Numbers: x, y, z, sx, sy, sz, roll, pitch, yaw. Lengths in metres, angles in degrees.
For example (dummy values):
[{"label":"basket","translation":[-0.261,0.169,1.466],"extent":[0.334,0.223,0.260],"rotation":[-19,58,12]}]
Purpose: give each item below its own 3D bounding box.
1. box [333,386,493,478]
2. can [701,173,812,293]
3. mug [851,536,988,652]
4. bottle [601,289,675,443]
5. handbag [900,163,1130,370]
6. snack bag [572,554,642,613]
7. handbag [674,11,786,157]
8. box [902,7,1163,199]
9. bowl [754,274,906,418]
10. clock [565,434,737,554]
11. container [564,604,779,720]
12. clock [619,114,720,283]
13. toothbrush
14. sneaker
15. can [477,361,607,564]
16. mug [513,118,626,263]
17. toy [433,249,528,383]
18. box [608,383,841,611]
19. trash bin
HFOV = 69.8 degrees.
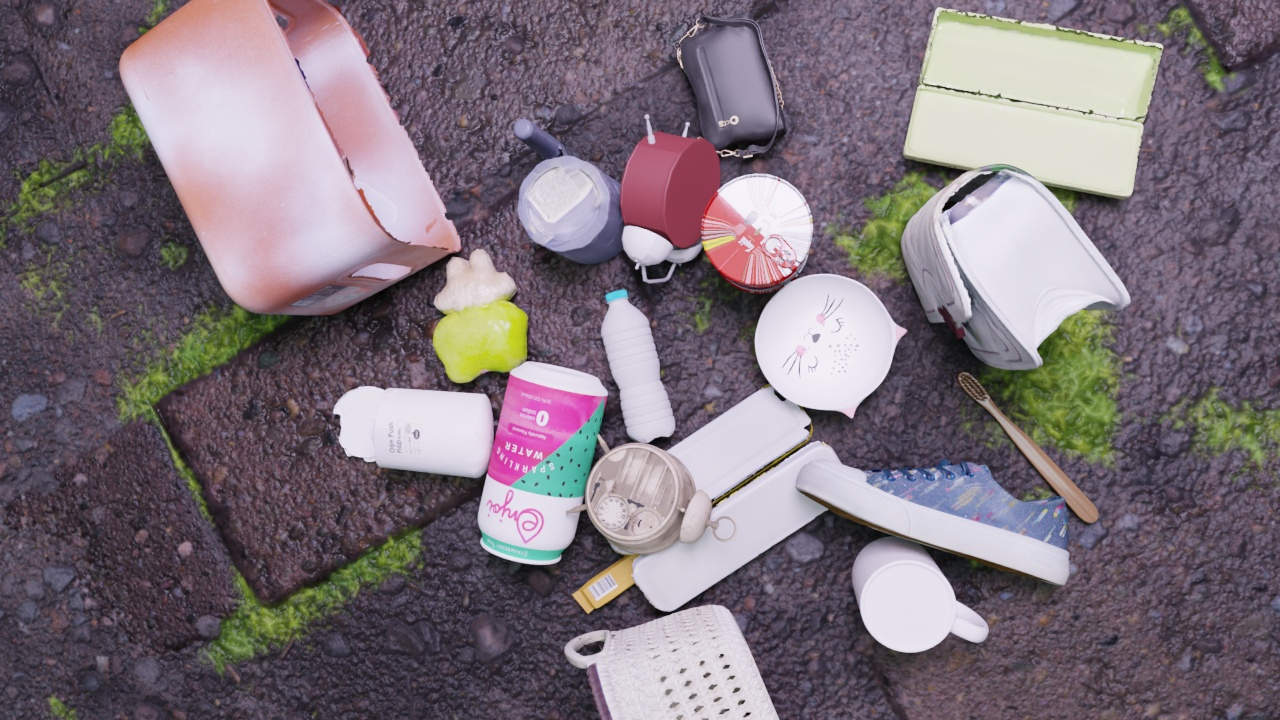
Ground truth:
[{"label":"box","translation":[-0.215,0.065,0.841],"extent":[0.165,0.094,0.084],"rotation":[5,96,0]},{"label":"can","translation":[0.098,-0.102,0.764],"extent":[0.087,0.116,0.086],"rotation":[0,91,9]},{"label":"mug","translation":[0.234,0.200,0.764],"extent":[0.110,0.090,0.074],"rotation":[24,95,8]},{"label":"bottle","translation":[-0.005,0.005,0.820],"extent":[0.044,0.044,0.136],"rotation":[-15,89,9]},{"label":"handbag","translation":[0.264,-0.069,0.699],"extent":[0.096,0.198,0.142],"rotation":[-38,85,9]},{"label":"snack bag","translation":[-0.016,0.195,0.840],"extent":[0.099,0.020,0.026],"rotation":[-37,86,8]},{"label":"handbag","translation":[0.077,-0.239,0.797],"extent":[0.079,0.054,0.128],"rotation":[-17,93,15]},{"label":"box","translation":[0.325,-0.214,0.768],"extent":[0.187,0.030,0.138],"rotation":[12,87,8]},{"label":"bowl","translation":[0.157,-0.016,0.790],"extent":[0.115,0.050,0.114],"rotation":[0,92,9]},{"label":"clock","translation":[0.014,0.119,0.768],"extent":[0.141,0.054,0.093],"rotation":[18,78,20]},{"label":"container","translation":[0.050,0.325,0.757],"extent":[0.143,0.185,0.251],"rotation":[-24,87,0]},{"label":"clock","translation":[0.024,-0.134,0.782],"extent":[0.048,0.096,0.138],"rotation":[19,107,29]},{"label":"toothbrush","translation":[0.330,0.073,0.783],"extent":[0.016,0.016,0.167],"rotation":[-42,86,6]},{"label":"sneaker","translation":[0.248,0.115,0.759],"extent":[0.235,0.087,0.079],"rotation":[18,82,-1]},{"label":"can","translation":[-0.088,0.089,0.814],"extent":[0.088,0.088,0.166],"rotation":[14,94,8]},{"label":"mug","translation":[-0.064,-0.147,0.796],"extent":[0.084,0.104,0.124],"rotation":[-28,88,10]},{"label":"toy","translation":[-0.150,-0.042,0.844],"extent":[0.092,0.043,0.117],"rotation":[-13,87,11]},{"label":"box","translation":[0.071,0.121,0.807],"extent":[0.210,0.045,0.128],"rotation":[-34,89,1]},{"label":"trash bin","translation":[-0.301,-0.179,0.796],"extent":[0.157,0.181,0.259],"rotation":[-27,88,10]}]
